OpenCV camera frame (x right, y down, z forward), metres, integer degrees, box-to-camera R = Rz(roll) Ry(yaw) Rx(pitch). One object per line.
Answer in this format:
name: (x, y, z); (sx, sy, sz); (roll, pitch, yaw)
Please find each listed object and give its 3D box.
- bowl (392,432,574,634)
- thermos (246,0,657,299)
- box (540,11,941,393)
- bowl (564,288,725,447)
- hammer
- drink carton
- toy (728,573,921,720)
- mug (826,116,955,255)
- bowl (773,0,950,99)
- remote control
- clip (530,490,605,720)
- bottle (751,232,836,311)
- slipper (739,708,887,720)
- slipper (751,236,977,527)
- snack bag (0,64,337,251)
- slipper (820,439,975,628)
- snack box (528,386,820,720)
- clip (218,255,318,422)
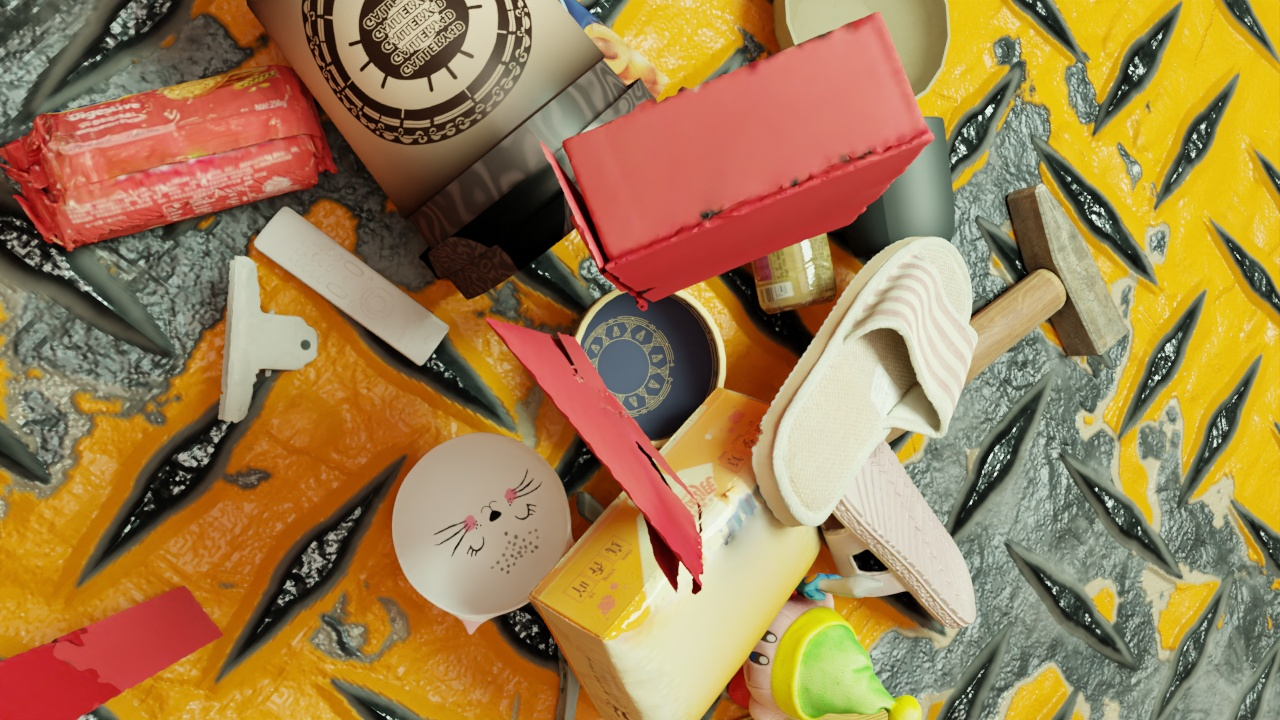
bowl: (-0.098, 0.106, 0.598); (0.115, 0.050, 0.114); (-1, 80, 6)
thermos: (-0.115, -0.174, 0.543); (0.172, 0.173, 0.226); (-44, 106, -17)
box: (-0.022, -0.162, 0.443); (0.198, 0.217, 0.351); (-25, 87, 4)
bowl: (-0.004, 0.004, 0.644); (0.112, 0.061, 0.112); (1, 88, -22)
hammer: (0.271, -0.015, 0.767); (0.300, 0.037, 0.158); (-34, 100, -19)
drink carton: (-0.051, -0.211, 0.644); (0.130, 0.040, 0.064); (36, 75, -17)
toy: (0.132, 0.211, 0.653); (0.097, 0.131, 0.124); (27, 78, -13)
mug: (0.180, -0.130, 0.717); (0.122, 0.085, 0.094); (-9, 93, 6)
bowl: (0.167, -0.265, 0.726); (0.152, 0.050, 0.152); (1, 88, -21)
remote control: (-0.187, -0.047, 0.600); (0.131, 0.012, 0.033); (38, 73, -16)
clip: (-0.023, 0.171, 0.650); (0.112, 0.028, 0.163); (-9, 92, -20)
bottle: (0.104, -0.121, 0.693); (0.059, 0.060, 0.166); (-13, 92, -22)
slipper: (0.082, 0.308, 0.652); (0.262, 0.100, 0.078); (-8, 93, -26)
slipper: (0.166, 0.009, 0.610); (0.262, 0.052, 0.115); (-44, 117, -33)
snack bag: (-0.269, -0.119, 0.534); (0.176, 0.082, 0.082); (-21, 96, -21)
slipper: (0.181, 0.131, 0.701); (0.239, 0.065, 0.094); (44, 38, -33)
snack box: (0.040, 0.137, 0.597); (0.194, 0.081, 0.145); (-45, 135, -28)
clip: (-0.234, -0.012, 0.569); (0.056, 0.056, 0.102); (3, 88, 3)
